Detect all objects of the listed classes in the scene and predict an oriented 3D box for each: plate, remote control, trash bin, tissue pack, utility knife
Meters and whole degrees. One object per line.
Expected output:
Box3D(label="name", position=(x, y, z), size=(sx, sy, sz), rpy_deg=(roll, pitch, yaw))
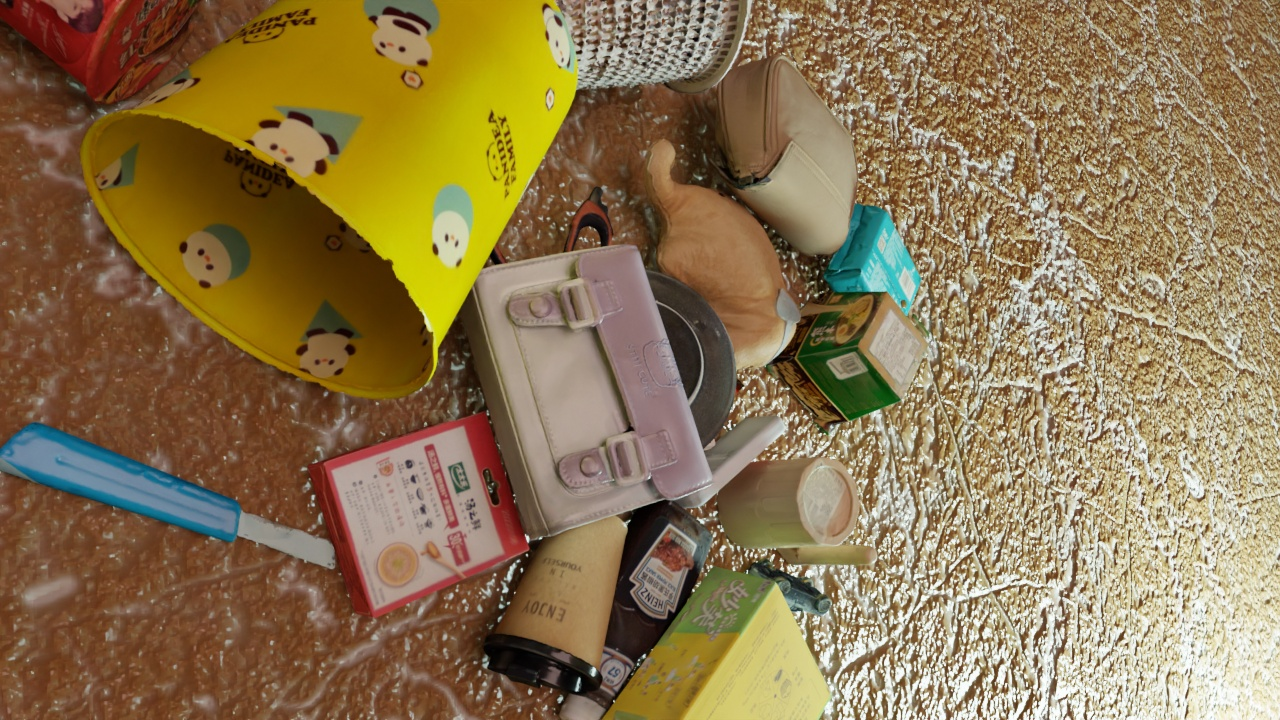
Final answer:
Box3D(label="plate", position=(-0.005, 0.004, 0.767), size=(0.179, 0.024, 0.179), rpy_deg=(2, 75, -7))
Box3D(label="remote control", position=(0.076, 0.092, 0.836), size=(0.135, 0.056, 0.020), rpy_deg=(-36, 105, -35))
Box3D(label="trash bin", position=(-0.176, -0.143, 0.606), size=(0.229, 0.230, 0.254), rpy_deg=(42, 55, -22))
Box3D(label="tissue pack", position=(0.247, -0.092, 0.980), size=(0.133, 0.050, 0.093), rpy_deg=(50, 56, -37))
Box3D(label="trash bin", position=(-0.051, -0.310, 0.739), size=(0.191, 0.228, 0.227), rpy_deg=(-22, 95, -24))
Box3D(label="utility knife", position=(-0.295, 0.094, 0.592), size=(0.214, 0.018, 0.034), rpy_deg=(29, 64, -27))

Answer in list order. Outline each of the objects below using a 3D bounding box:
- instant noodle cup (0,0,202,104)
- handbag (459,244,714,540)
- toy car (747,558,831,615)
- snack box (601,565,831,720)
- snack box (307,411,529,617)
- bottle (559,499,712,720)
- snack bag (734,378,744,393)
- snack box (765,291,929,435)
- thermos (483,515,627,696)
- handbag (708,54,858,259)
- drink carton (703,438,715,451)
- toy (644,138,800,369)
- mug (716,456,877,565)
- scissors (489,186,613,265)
Box3D(label="instant noodle cup", position=(-0.340, -0.244, 0.558), size=(0.108, 0.138, 0.137), rpy_deg=(35, 63, -17))
Box3D(label="handbag", position=(-0.039, 0.020, 0.686), size=(0.144, 0.099, 0.197), rpy_deg=(-15, 83, -25))
Box3D(label="toy car", position=(0.140, 0.219, 0.869), size=(0.090, 0.043, 0.034), rpy_deg=(26, 94, -26))
Box3D(label="snack box", position=(0.060, 0.301, 0.756), size=(0.209, 0.070, 0.158), rpy_deg=(-47, 124, -32))
Box3D(label="snack box", position=(-0.160, 0.109, 0.671), size=(0.126, 0.044, 0.113), rpy_deg=(-18, 91, -35))
Box3D(label="bottle", position=(-0.007, 0.211, 0.763), size=(0.080, 0.044, 0.194), rpy_deg=(43, 61, -25))
Box3D(label="snack bag", position=(0.054, 0.048, 0.846), size=(0.045, 0.026, 0.105), rpy_deg=(40, 63, -9))
Box3D(label="snack box", position=(0.214, -0.006, 0.922), size=(0.118, 0.106, 0.117), rpy_deg=(45, 59, -19))
Box3D(label="thermos", position=(-0.059, 0.186, 0.706), size=(0.093, 0.093, 0.143), rpy_deg=(35, 56, -25))
Box3D(label="handbag", position=(0.141, -0.196, 0.902), size=(0.204, 0.100, 0.147), rpy_deg=(31, 58, -47))
Box3D(label="drink carton", position=(0.021, 0.025, 0.805), size=(0.053, 0.046, 0.122), rpy_deg=(-11, 79, -22))
Box3D(label="toy", position=(0.069, -0.099, 0.852), size=(0.143, 0.083, 0.226), rpy_deg=(-33, 98, -52))
Box3D(label="mug", position=(0.147, 0.146, 0.847), size=(0.124, 0.104, 0.084), rpy_deg=(50, 57, -17))
Box3D(label="scissors", position=(-0.082, -0.051, 0.743), size=(0.189, 0.015, 0.226), rpy_deg=(22, 74, -10))
